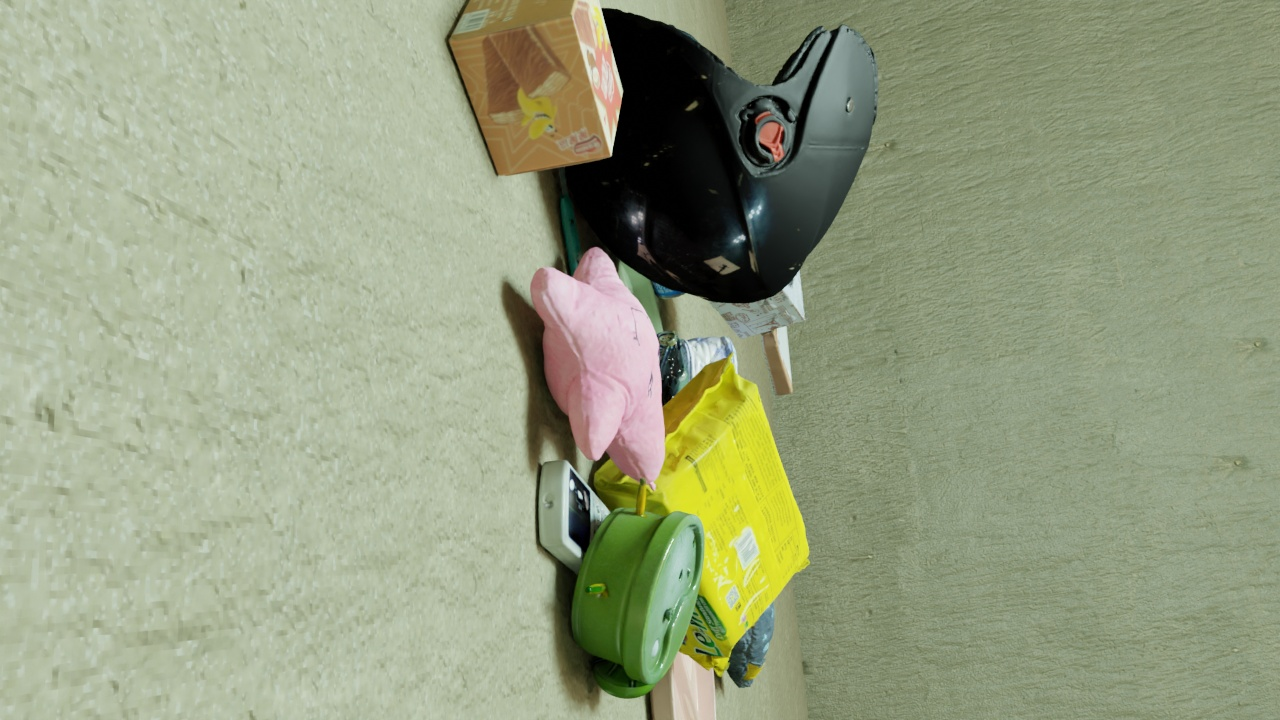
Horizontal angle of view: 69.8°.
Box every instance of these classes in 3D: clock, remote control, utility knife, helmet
[{"bbox_3d":[0.001,0.168,0.642,0.161,0.056,0.115,81,30,-44],"label":"clock"},{"bbox_3d":[-0.038,0.120,0.641,0.150,0.021,0.058,63,22,-60],"label":"remote control"},{"bbox_3d":[-0.050,-0.079,0.729,0.029,0.013,0.193,-52,133,-75],"label":"utility knife"},{"bbox_3d":[0.050,-0.172,0.755,0.274,0.234,0.230,15,95,-41],"label":"helmet"}]

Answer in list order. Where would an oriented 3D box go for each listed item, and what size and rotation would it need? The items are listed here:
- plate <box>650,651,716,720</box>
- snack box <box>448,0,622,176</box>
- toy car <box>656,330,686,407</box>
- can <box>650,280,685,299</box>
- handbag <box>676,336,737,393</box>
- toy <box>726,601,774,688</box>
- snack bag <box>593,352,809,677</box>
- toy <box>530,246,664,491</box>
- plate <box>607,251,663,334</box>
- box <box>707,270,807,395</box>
[{"bbox_3d":[0.042,0.314,0.888,0.229,0.028,0.229,-6,89,-79],"label":"plate"},{"bbox_3d":[-0.061,-0.186,0.585,0.092,0.077,0.094,-85,163,-48],"label":"snack box"},{"bbox_3d":[0.015,0.017,0.792,0.105,0.031,0.049,-66,150,-48],"label":"toy car"},{"bbox_3d":[0.012,-0.128,0.921,0.053,0.053,0.135,-84,153,-48],"label":"can"},{"bbox_3d":[0.068,0.073,0.983,0.134,0.075,0.194,165,-77,-79],"label":"handbag"},{"bbox_3d":[0.108,0.268,1.088,0.137,0.091,0.356,-99,180,-73],"label":"toy"},{"bbox_3d":[0.067,0.136,0.773,0.157,0.068,0.247,-42,125,-29],"label":"snack bag"},{"bbox_3d":[-0.020,0.008,0.658,0.194,0.075,0.178,-44,117,-75],"label":"toy"},{"bbox_3d":[-0.005,0.005,0.859,0.230,0.027,0.230,-7,89,-79],"label":"plate"},{"bbox_3d":[0.139,-0.097,1.019,0.262,0.088,0.177,45,37,-48],"label":"box"}]
